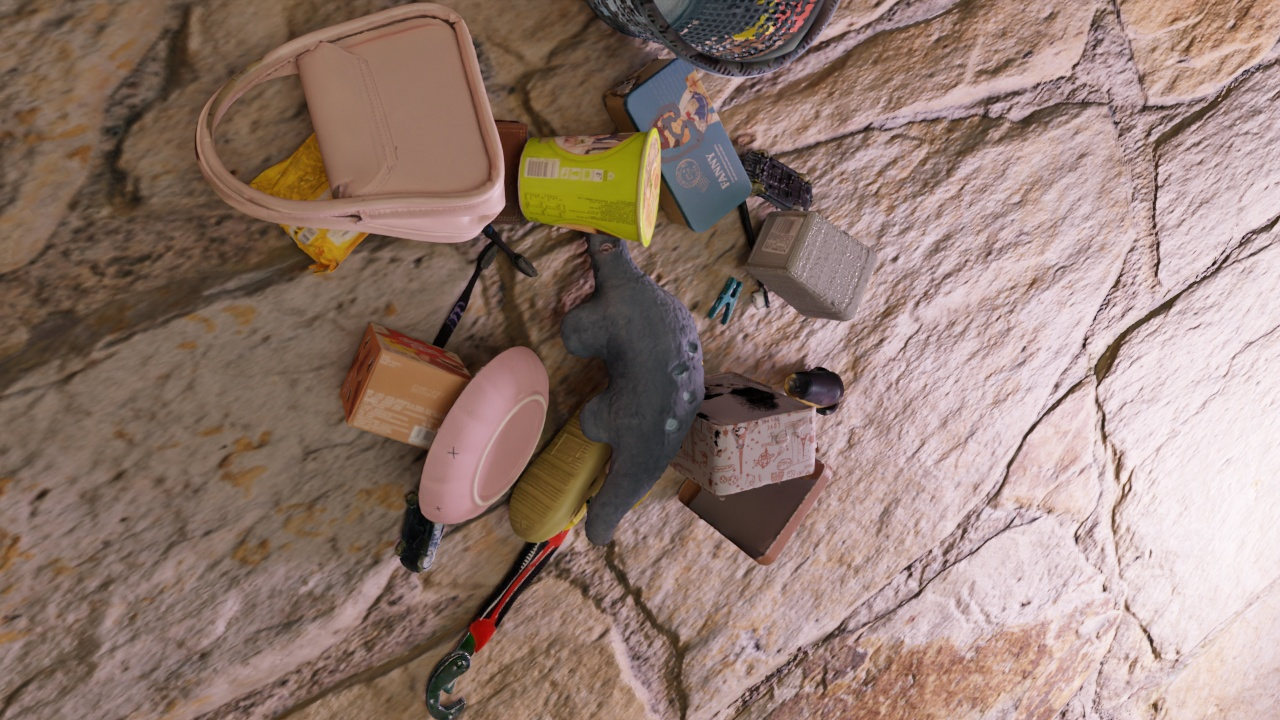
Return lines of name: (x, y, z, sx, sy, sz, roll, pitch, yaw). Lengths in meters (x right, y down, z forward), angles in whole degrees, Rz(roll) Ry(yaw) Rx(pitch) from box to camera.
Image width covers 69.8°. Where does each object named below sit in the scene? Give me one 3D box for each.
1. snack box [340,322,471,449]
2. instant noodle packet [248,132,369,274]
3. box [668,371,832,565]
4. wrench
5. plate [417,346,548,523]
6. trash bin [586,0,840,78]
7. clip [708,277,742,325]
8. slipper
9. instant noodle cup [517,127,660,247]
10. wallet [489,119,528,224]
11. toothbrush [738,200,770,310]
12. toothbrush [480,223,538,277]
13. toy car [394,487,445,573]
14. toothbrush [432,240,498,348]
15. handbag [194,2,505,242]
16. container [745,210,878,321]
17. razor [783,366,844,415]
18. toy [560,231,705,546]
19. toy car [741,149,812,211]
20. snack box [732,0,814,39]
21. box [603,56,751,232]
snack box: (-0.221, 0.025, 0.866, 0.092, 0.094, 0.077, 22, 98, -27)
instant noodle packet: (-0.269, -0.150, 0.809, 0.128, 0.044, 0.111, -44, 94, -11)
box: (0.104, 0.121, 1.028, 0.152, 0.182, 0.178, -8, 106, -25)
wrench: (-0.160, 0.284, 1.032, 0.056, 0.016, 0.273, 33, 89, -32)
plate: (-0.141, 0.079, 0.895, 0.192, 0.039, 0.193, -55, 163, -27)
trash bin: (0.043, -0.374, 0.827, 0.226, 0.195, 0.227, -9, 110, -25)
clip: (0.099, -0.069, 1.060, 0.040, 0.014, 0.056, 23, 94, -32)
slipper: (-0.060, 0.121, 0.994, 0.081, 0.092, 0.190, 39, 82, -34)
instant noodle cup: (-0.049, -0.170, 0.881, 0.123, 0.111, 0.112, 6, 106, 9)
wallet: (-0.170, -0.179, 0.874, 0.124, 0.032, 0.101, -4, 110, -26)
toothbrush: (0.123, -0.139, 1.050, 0.018, 0.015, 0.181, -20, 115, -12)
toothbrush: (-0.158, -0.138, 0.872, 0.014, 0.016, 0.189, -49, 129, -6)
toy car: (-0.224, 0.175, 0.951, 0.034, 0.043, 0.090, 6, 100, -64)
toothbrush: (-0.188, -0.037, 0.917, 0.014, 0.017, 0.189, 28, 93, -29)
handbag: (-0.238, -0.186, 0.751, 0.233, 0.094, 0.193, -13, 74, -22)
container: (0.191, -0.111, 1.042, 0.114, 0.090, 0.090, 28, 81, -34)
razor: (0.198, 0.035, 1.082, 0.167, 0.068, 0.062, 9, 68, -68)
toy: (-0.006, 0.005, 0.927, 0.138, 0.091, 0.356, -5, 87, 8)
toy car: (0.152, -0.198, 1.033, 0.105, 0.031, 0.049, 20, 76, -33)
snack box: (0.130, -0.371, 0.938, 0.080, 0.091, 0.082, -11, 111, -32)
box: (0.043, -0.219, 0.956, 0.089, 0.061, 0.184, -41, 118, -10)
